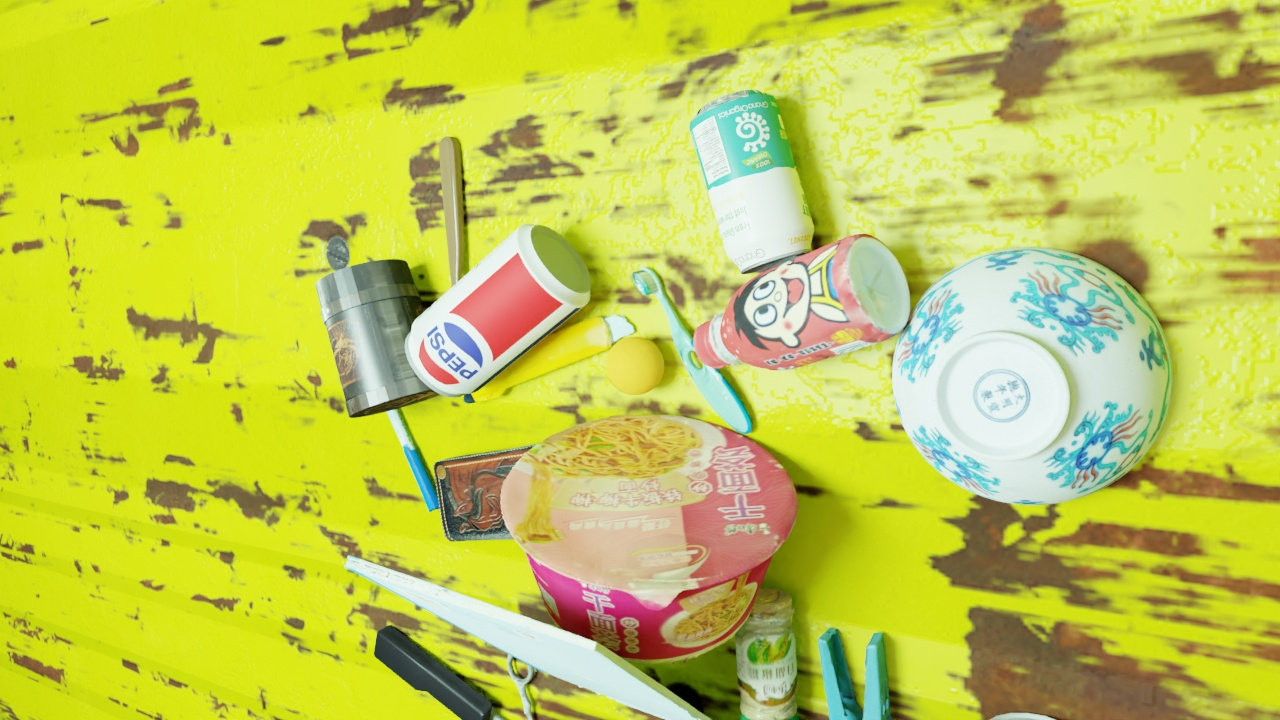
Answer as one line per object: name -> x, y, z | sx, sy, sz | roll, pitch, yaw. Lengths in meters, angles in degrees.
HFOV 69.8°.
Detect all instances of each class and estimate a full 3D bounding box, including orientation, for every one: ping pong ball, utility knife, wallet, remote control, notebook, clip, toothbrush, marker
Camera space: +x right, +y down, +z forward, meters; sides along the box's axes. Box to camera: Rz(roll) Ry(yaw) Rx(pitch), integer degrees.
ping pong ball -> -0.004, 0.004, 0.626 | 0.040, 0.040, 0.040 | 5, 100, 31
utility knife -> -0.073, -0.001, 0.684 | 0.165, 0.017, 0.030 | -20, 91, 33
wallet -> -0.108, 0.105, 0.720 | 0.123, 0.019, 0.072 | -11, 87, 33
remote control -> -0.180, 0.274, 0.788 | 0.136, 0.015, 0.032 | 23, 109, 33
notebook -> -0.050, 0.193, 0.589 | 0.181, 0.253, 0.009 | 9, 63, 30
clip -> 0.126, 0.240, 0.592 | 0.121, 0.031, 0.130 | -32, 80, 36
toothbrush -> -0.143, -0.090, 0.716 | 0.016, 0.016, 0.167 | 0, 96, 32
marker -> -0.202, 0.062, 0.777 | 0.013, 0.013, 0.142 | -33, 79, 31
toothbrush -> 0.034, -0.007, 0.615 | 0.022, 0.017, 0.135 | -42, 75, 39

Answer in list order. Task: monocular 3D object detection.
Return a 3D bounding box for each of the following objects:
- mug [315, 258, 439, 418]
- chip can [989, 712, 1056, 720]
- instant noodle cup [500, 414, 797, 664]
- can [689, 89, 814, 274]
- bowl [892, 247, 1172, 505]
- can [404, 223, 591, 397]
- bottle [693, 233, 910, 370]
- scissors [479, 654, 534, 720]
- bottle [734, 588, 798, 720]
mug -> -0.216, -0.013, 0.742 | 0.116, 0.079, 0.107 | -22, 84, 52
chip can -> 0.227, 0.314, 0.523 | 0.052, 0.051, 0.215 | -2, 96, 32
instant noodle cup -> 0.005, 0.112, 0.571 | 0.179, 0.178, 0.078 | 17, 122, 29
can -> 0.068, -0.107, 0.555 | 0.055, 0.054, 0.101 | -18, 88, 33
bowl -> 0.195, 0.014, 0.482 | 0.144, 0.074, 0.144 | 5, 100, 31
can -> -0.103, -0.034, 0.657 | 0.132, 0.070, 0.070 | -37, 78, 24
bottle -> 0.088, -0.026, 0.550 | 0.138, 0.061, 0.062 | -21, 86, 46
scissors -> -0.086, 0.295, 0.739 | 0.142, 0.014, 0.162 | 20, 107, 31
bottle -> 0.084, 0.208, 0.602 | 0.043, 0.043, 0.111 | 0, 97, 32
